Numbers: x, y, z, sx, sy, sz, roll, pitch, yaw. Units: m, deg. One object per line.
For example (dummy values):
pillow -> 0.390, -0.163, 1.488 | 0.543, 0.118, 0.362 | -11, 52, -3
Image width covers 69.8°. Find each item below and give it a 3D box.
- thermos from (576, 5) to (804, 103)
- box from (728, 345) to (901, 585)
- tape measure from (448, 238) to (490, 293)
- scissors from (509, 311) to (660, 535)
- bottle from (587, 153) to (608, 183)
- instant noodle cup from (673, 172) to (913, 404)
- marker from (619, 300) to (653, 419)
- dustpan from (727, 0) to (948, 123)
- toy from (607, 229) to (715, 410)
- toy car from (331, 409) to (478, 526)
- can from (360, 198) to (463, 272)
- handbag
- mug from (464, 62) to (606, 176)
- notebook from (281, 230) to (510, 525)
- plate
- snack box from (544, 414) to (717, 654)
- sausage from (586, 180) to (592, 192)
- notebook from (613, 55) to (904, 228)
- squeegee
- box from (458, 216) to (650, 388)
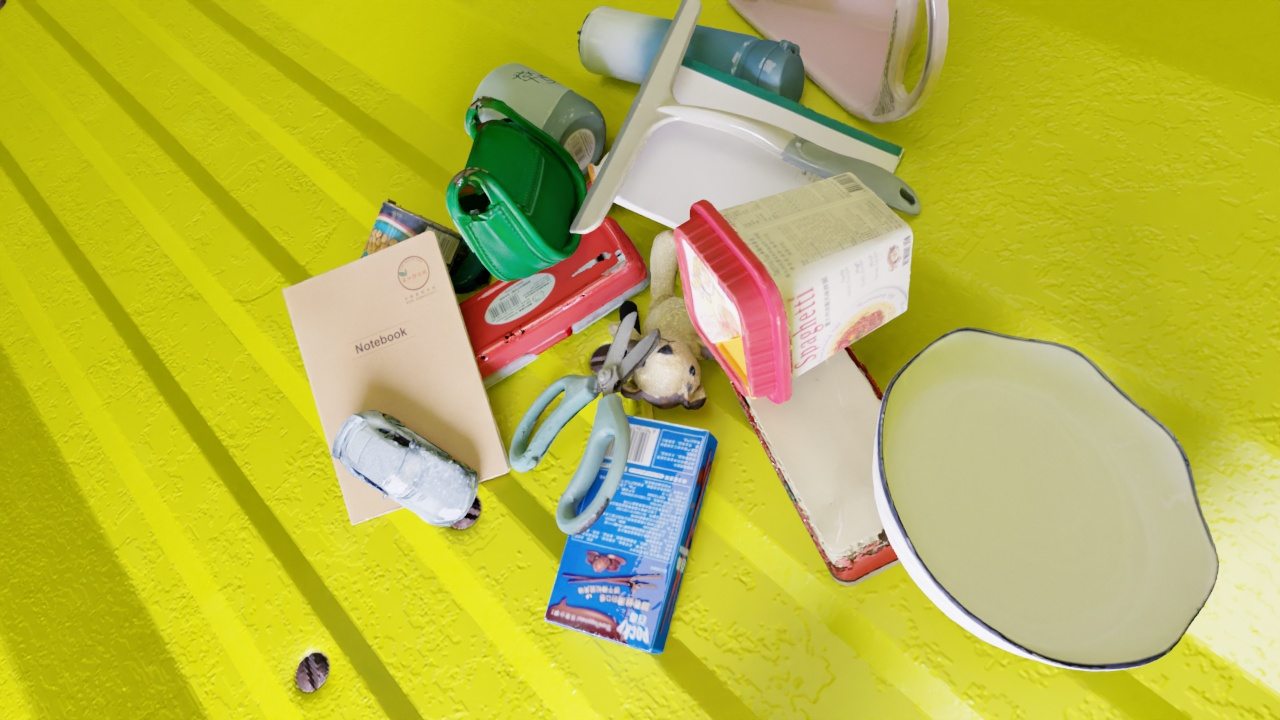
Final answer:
thermos -> 0.044, -0.272, 0.835 | 0.221, 0.070, 0.070 | 25, 74, 30
box -> 0.125, 0.054, 0.612 | 0.091, 0.079, 0.168 | -28, 55, 4
tape measure -> -0.162, -0.089, 0.838 | 0.058, 0.025, 0.054 | 9, 65, 26
scissors -> -0.035, 0.052, 0.666 | 0.174, 0.019, 0.177 | -43, 39, 23
bottle -> 0.010, -0.173, 0.793 | 0.108, 0.063, 0.063 | -21, 57, 9
instant noodle cup -> 0.101, -0.054, 0.593 | 0.124, 0.116, 0.116 | -24, 48, -8
marker -> -0.004, 0.004, 0.730 | 0.018, 0.015, 0.124 | -13, 59, 10
dustpan -> 0.138, -0.317, 0.730 | 0.273, 0.223, 0.138 | 27, 63, 24
toy -> 0.027, -0.035, 0.710 | 0.105, 0.066, 0.157 | 6, 60, 5
toy car -> -0.186, 0.085, 0.724 | 0.120, 0.036, 0.054 | 29, 95, 9
can -> -0.208, -0.075, 0.799 | 0.075, 0.075, 0.111 | 27, 95, 31
handbag -> -0.102, -0.138, 0.744 | 0.068, 0.120, 0.131 | -17, 46, 25
mug -> -0.101, -0.213, 0.836 | 0.106, 0.082, 0.111 | 36, 40, 30
notebook -> -0.203, 0.014, 0.752 | 0.148, 0.008, 0.207 | -19, 85, 11
plate -> 0.225, 0.078, 0.531 | 0.204, 0.046, 0.204 | 6, 58, -10
snack box -> -0.006, 0.119, 0.652 | 0.085, 0.026, 0.157 | 9, 72, 25
sausage -> -0.027, -0.167, 0.832 | 0.155, 0.020, 0.020 | -45, 56, -6
notebook -> 0.089, -0.153, 0.736 | 0.209, 0.012, 0.150 | 25, 71, 7
squeegee -> 0.104, -0.166, 0.714 | 0.246, 0.039, 0.246 | 22, 70, 6
box -> -0.090, -0.046, 0.782 | 0.201, 0.048, 0.087 | -32, 53, 3
